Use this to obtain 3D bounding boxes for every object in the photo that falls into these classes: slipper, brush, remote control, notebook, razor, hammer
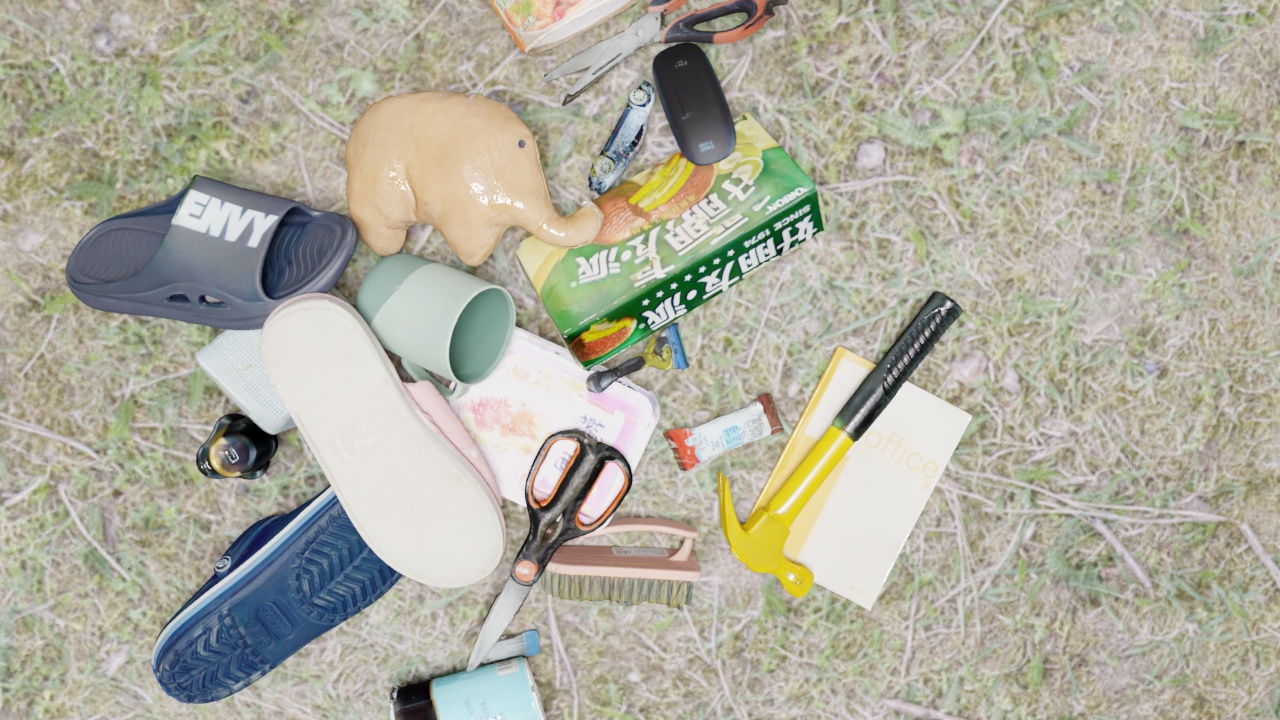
[{"bbox_3d":[-0.357,-0.089,0.723,0.268,0.083,0.110,1,61,16],"label":"slipper"},{"bbox_3d":[-0.021,0.176,0.816,0.145,0.063,0.073,4,97,-2],"label":"brush"},{"bbox_3d":[0.044,-0.224,0.779,0.053,0.024,0.136,-19,63,6],"label":"remote control"},{"bbox_3d":[0.198,0.110,0.850,0.146,0.010,0.206,28,92,-5],"label":"notebook"},{"bbox_3d":[-0.201,0.067,0.732,0.114,0.054,0.274,-31,109,1],"label":"slipper"},{"bbox_3d":[-0.005,0.005,0.783,0.022,0.142,0.042,-15,96,36],"label":"razor"},{"bbox_3d":[-0.298,0.182,0.786,0.252,0.095,0.105,-42,130,-19],"label":"slipper"},{"bbox_3d":[0.182,0.063,0.821,0.129,0.033,0.300,39,90,-11],"label":"hammer"},{"bbox_3d":[-0.327,0.074,0.738,0.067,0.168,0.062,-28,98,-20],"label":"razor"}]

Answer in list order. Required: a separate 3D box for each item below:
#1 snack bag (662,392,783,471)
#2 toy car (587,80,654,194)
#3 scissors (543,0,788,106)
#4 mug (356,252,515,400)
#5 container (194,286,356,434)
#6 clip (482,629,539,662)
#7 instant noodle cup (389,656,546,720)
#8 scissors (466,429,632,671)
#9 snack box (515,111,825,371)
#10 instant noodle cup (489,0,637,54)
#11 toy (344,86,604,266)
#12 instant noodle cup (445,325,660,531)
[{"bbox_3d":[0.076,0.065,0.831,0.104,0.026,0.048,-24,115,-3],"label":"snack bag"},{"bbox_3d":[-0.014,-0.192,0.798,0.031,0.049,0.105,27,92,-9],"label":"toy car"},{"bbox_3d":[0.023,-0.287,0.791,0.214,0.015,0.196,14,75,21],"label":"scissors"},{"bbox_3d":[-0.168,-0.024,0.743,0.106,0.082,0.112,21,121,25],"label":"mug"},{"bbox_3d":[-0.291,-0.010,0.775,0.111,0.090,0.090,-42,96,-3],"label":"container"},{"bbox_3d":[-0.121,0.261,0.840,0.057,0.028,0.024,-6,96,-12],"label":"clip"},{"bbox_3d":[-0.144,0.318,0.802,0.120,0.111,0.111,-17,95,-10],"label":"instant noodle cup"},{"bbox_3d":[-0.077,0.173,0.773,0.125,0.021,0.235,11,94,-4],"label":"scissors"},{"bbox_3d":[0.023,-0.102,0.773,0.240,0.063,0.114,-30,54,-1],"label":"snack box"},{"bbox_3d":[-0.067,-0.327,0.743,0.151,0.151,0.111,-28,103,-2],"label":"instant noodle cup"},{"bbox_3d":[-0.141,-0.150,0.752,0.226,0.082,0.143,8,107,16],"label":"toy"},{"bbox_3d":[-0.084,0.056,0.805,0.173,0.060,0.138,25,92,-6],"label":"instant noodle cup"}]
